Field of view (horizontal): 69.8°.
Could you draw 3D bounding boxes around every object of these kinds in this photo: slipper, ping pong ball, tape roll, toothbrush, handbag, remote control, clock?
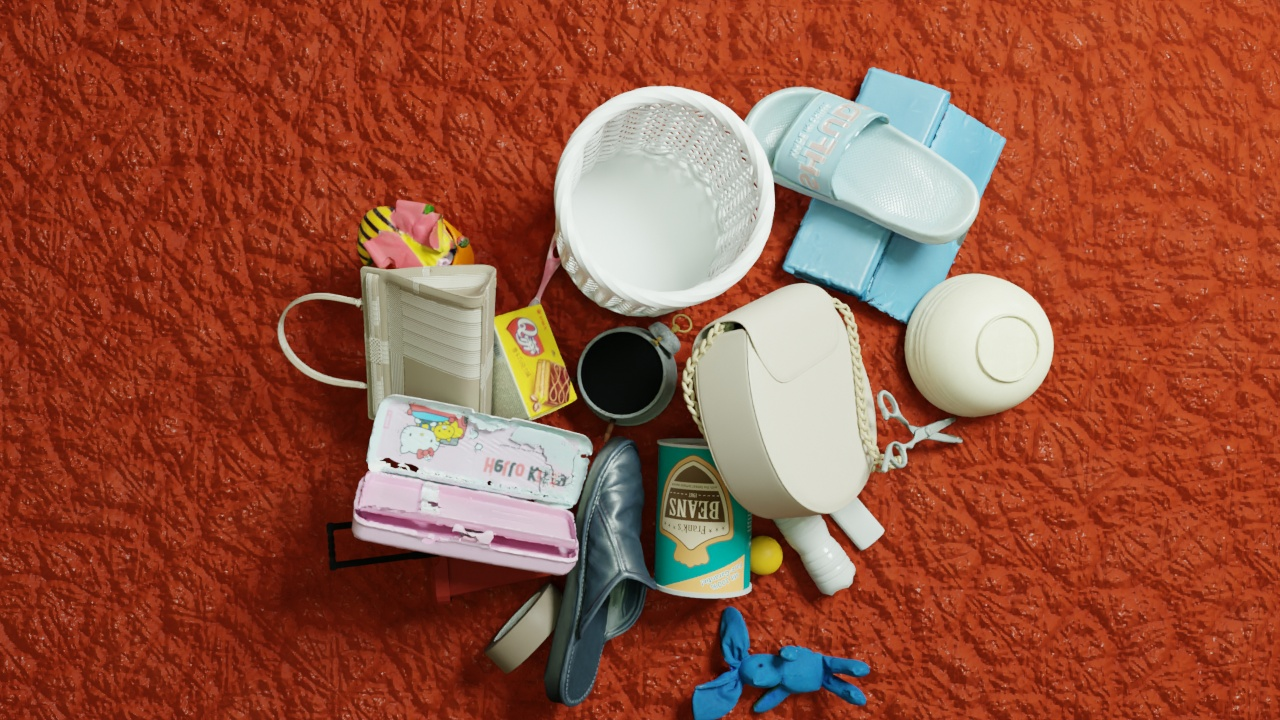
[{"bbox_3d":[0.215,-0.197,0.897,0.245,0.074,0.104,31,89,13],"label":"slipper"},{"bbox_3d":[0.127,0.201,0.949,0.040,0.040,0.040,0,89,-1],"label":"ping pong ball"},{"bbox_3d":[-0.113,0.267,0.919,0.030,0.094,0.093,45,89,0],"label":"tape roll"},{"bbox_3d":[-0.019,0.210,0.898,0.084,0.109,0.265,9,82,24],"label":"slipper"},{"bbox_3d":[-0.090,-0.106,0.961,0.021,0.016,0.135,23,90,-6],"label":"toothbrush"},{"bbox_3d":[-0.238,-0.009,0.852,0.198,0.062,0.176,8,123,0],"label":"handbag"},{"bbox_3d":[0.203,0.141,0.964,0.033,0.012,0.131,-40,90,-1],"label":"remote control"},{"bbox_3d":[-0.006,0.006,0.941,0.148,0.056,0.104,-42,81,4],"label":"clock"},{"bbox_3d":[0.149,0.040,0.868,0.104,0.210,0.208,-15,97,41],"label":"handbag"}]

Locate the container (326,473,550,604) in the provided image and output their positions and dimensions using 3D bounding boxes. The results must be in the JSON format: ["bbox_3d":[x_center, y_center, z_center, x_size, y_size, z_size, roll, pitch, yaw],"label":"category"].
[{"bbox_3d":[-0.194,0.162,0.902,0.200,0.127,0.148,-4,89,-11],"label":"container"}]

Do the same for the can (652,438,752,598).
[{"bbox_3d":[0.064,0.154,0.919,0.099,0.099,0.144,2,89,-1],"label":"can"}]

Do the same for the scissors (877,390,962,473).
[{"bbox_3d":[0.278,0.082,0.909,0.153,0.014,0.130,33,49,-28],"label":"scissors"}]

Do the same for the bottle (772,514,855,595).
[{"bbox_3d":[0.170,0.175,0.948,0.044,0.044,0.136,-34,90,-1],"label":"bottle"}]

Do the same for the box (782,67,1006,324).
[{"bbox_3d":[0.268,-0.167,0.948,0.175,0.060,0.231,23,89,-2],"label":"box"}]

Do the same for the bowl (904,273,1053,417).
[{"bbox_3d":[0.353,-0.014,0.927,0.150,0.075,0.151,0,92,-8],"label":"bowl"}]

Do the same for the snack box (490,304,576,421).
[{"bbox_3d":[-0.124,0.009,0.918,0.061,0.084,0.105,-21,90,-38],"label":"snack box"}]

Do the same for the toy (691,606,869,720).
[{"bbox_3d":[0.142,0.312,0.937,0.176,0.071,0.112,0,87,9],"label":"toy"}]

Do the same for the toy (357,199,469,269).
[{"bbox_3d":[-0.214,-0.107,0.849,0.103,0.046,0.084,16,111,1],"label":"toy"}]

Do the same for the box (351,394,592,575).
[{"bbox_3d":[-0.144,0.108,0.819,0.201,0.111,0.101,14,113,-15],"label":"box"}]

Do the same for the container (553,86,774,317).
[{"bbox_3d":[0.012,-0.138,0.869,0.189,0.187,0.189,0,89,-6],"label":"container"}]

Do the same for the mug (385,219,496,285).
[{"bbox_3d":[-0.196,-0.098,0.919,0.112,0.096,0.077,22,89,-1],"label":"mug"}]
